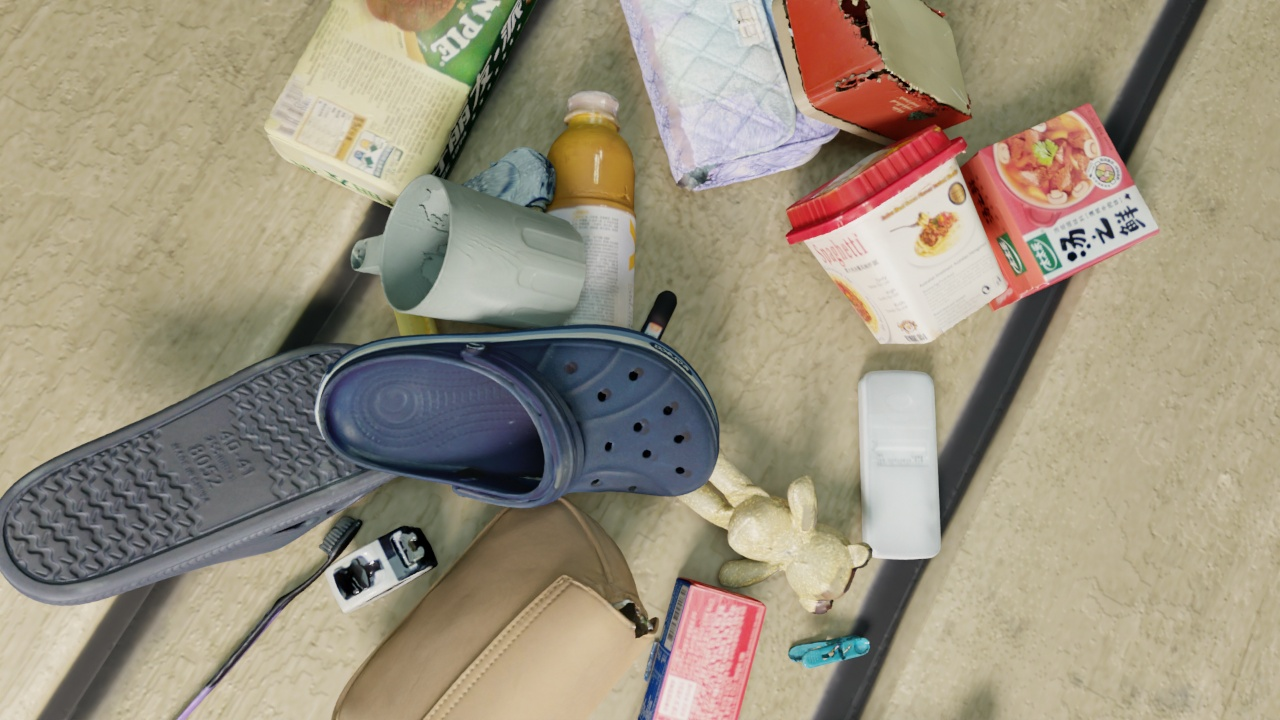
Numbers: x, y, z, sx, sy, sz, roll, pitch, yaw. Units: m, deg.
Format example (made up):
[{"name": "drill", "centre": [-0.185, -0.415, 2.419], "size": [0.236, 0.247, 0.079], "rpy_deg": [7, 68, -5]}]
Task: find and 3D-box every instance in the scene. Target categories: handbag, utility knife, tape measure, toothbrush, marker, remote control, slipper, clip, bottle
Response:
[{"name": "handbag", "centre": [0.062, -0.232, 0.673], "size": [0.134, 0.076, 0.194], "rpy_deg": [-16, 83, -11]}, {"name": "handbag", "centre": [-0.083, 0.188, 0.565], "size": [0.204, 0.148, 0.100], "rpy_deg": [-47, 125, -9]}, {"name": "utility knife", "centre": [-0.155, -0.027, 0.641], "size": [0.030, 0.018, 0.151], "rpy_deg": [-12, 77, -24]}, {"name": "tape measure", "centre": [-0.169, 0.135, 0.597], "size": [0.066, 0.066, 0.033], "rpy_deg": [-27, 80, -11]}, {"name": "toothbrush", "centre": [-0.254, 0.177, 0.610], "size": [0.017, 0.014, 0.189], "rpy_deg": [39, 80, 9]}, {"name": "marker", "centre": [-0.004, 0.004, 0.662], "size": [0.018, 0.015, 0.123], "rpy_deg": [27, 77, -3]}, {"name": "remote control", "centre": [0.187, 0.075, 0.665], "size": [0.056, 0.020, 0.136], "rpy_deg": [0, 81, -5]}, {"name": "slipper", "centre": [-0.068, 0.035, 0.557], "size": [0.252, 0.095, 0.105], "rpy_deg": [6, 111, -9]}, {"name": "clip", "centre": [0.133, 0.203, 0.639], "size": [0.055, 0.038, 0.013], "rpy_deg": [-8, 84, -14]}, {"name": "slipper", "centre": [-0.257, 0.072, 0.588], "size": [0.267, 0.084, 0.110], "rpy_deg": [-24, 74, -34]}, {"name": "bottle", "centre": [-0.037, -0.094, 0.645], "size": [0.068, 0.068, 0.189], "rpy_deg": [3, 81, -5]}]

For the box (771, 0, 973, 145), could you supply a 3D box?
[{"name": "box", "centre": [0.171, -0.211, 0.632], "size": [0.168, 0.079, 0.091], "rpy_deg": [-2, 78, -51]}]

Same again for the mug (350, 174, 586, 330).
[{"name": "mug", "centre": [-0.111, -0.063, 0.591], "size": [0.103, 0.124, 0.083], "rpy_deg": [10, 84, -42]}]

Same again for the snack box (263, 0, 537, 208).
[{"name": "snack box", "centre": [-0.158, -0.231, 0.658], "size": [0.114, 0.063, 0.239], "rpy_deg": [24, 79, -2]}]

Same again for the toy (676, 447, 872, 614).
[{"name": "toy", "centre": [0.081, 0.107, 0.635], "size": [0.157, 0.066, 0.105], "rpy_deg": [38, 112, 5]}]

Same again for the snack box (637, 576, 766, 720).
[{"name": "snack box", "centre": [0.025, 0.252, 0.604], "size": [0.058, 0.057, 0.207], "rpy_deg": [18, 80, -5]}]

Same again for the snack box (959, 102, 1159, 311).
[{"name": "snack box", "centre": [0.304, -0.116, 0.694], "size": [0.127, 0.044, 0.113], "rpy_deg": [-25, 84, -9]}]

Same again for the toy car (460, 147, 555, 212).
[{"name": "toy car", "centre": [-0.105, -0.109, 0.636], "size": [0.106, 0.031, 0.049], "rpy_deg": [-28, 64, 23]}]

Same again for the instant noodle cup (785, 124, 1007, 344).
[{"name": "instant noodle cup", "centre": [0.184, -0.083, 0.650], "size": [0.116, 0.116, 0.124], "rpy_deg": [-33, 98, -10]}]
